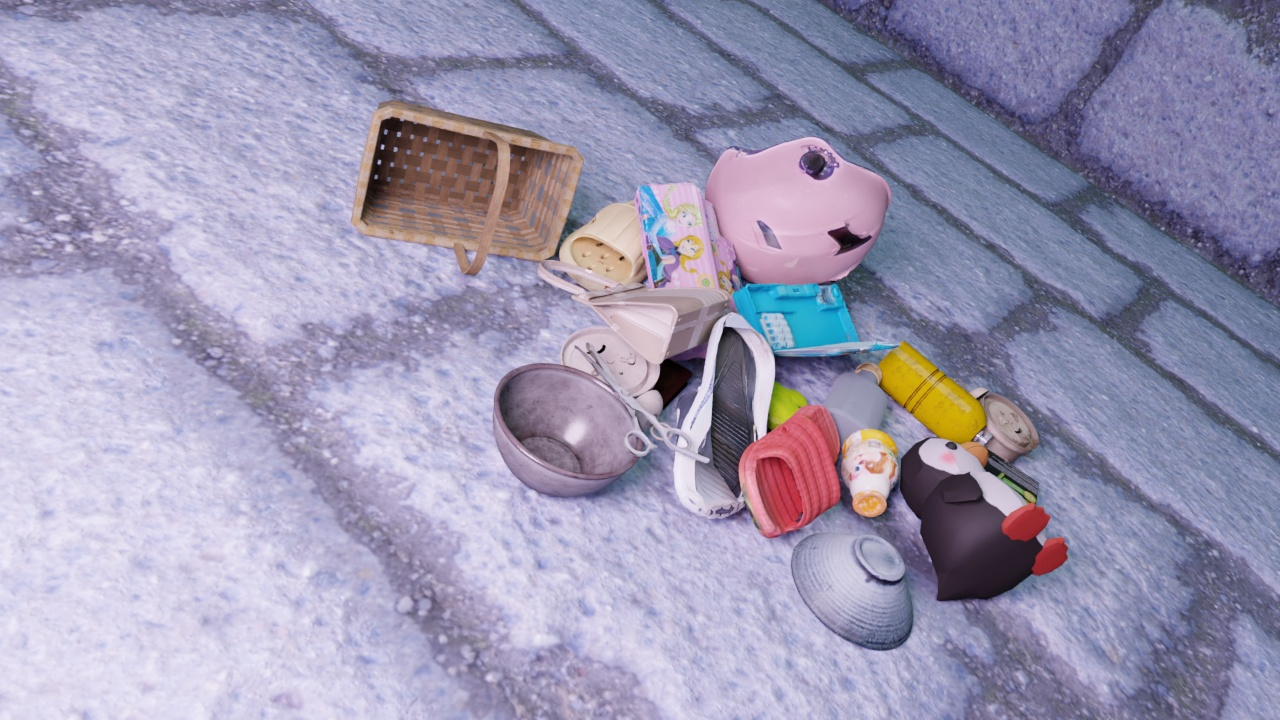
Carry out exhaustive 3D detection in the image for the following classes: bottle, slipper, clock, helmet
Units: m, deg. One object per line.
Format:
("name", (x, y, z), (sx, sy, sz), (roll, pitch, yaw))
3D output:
("bottle", (0.389, 0.052, 1.205), (0.164, 0.071, 0.070), (44, 37, 21))
("slipper", (-0.018, -0.171, 1.206), (0.111, 0.079, 0.260), (30, 34, 8))
("bottle", (0.256, 0.126, 1.026), (0.063, 0.063, 0.108), (27, 36, -3))
("clock", (-0.023, 0.033, 0.953), (0.103, 0.061, 0.157), (-25, 57, -35))
("clock", (0.469, 0.082, 1.238), (0.092, 0.055, 0.141), (-15, 60, -45))
("slipper", (0.081, 0.061, 0.967), (0.111, 0.063, 0.263), (40, 46, -24))
("bottle", (0.270, 0.051, 1.145), (0.072, 0.046, 0.160), (33, 35, 7))
("helmet", (0.212, -0.185, 1.260), (0.255, 0.230, 0.152), (6, 63, 3))
("slipper", (0.175, 0.108, 0.960), (0.248, 0.059, 0.103), (-28, 101, -57))

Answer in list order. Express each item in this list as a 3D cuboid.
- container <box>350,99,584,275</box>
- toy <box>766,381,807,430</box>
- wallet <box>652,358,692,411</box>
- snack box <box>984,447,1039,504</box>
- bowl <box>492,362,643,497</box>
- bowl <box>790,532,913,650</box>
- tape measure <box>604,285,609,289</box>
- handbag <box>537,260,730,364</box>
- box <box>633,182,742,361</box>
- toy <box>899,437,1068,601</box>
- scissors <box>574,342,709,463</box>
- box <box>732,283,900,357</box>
("container", (-0.193, -0.196, 1.050), (0.249, 0.158, 0.186), (6, 29, -29))
("toy", (0.170, 0.058, 1.078), (0.094, 0.036, 0.093), (21, 30, -23))
("wallet", (-0.006, 0.006, 1.040), (0.115, 0.018, 0.091), (34, 35, 11))
("snack box", (0.441, 0.172, 1.126), (0.080, 0.025, 0.147), (35, 35, 9))
("bowl", (-0.076, 0.076, 0.856), (0.145, 0.067, 0.144), (18, 36, -14))
("bowl", (0.221, 0.209, 0.900), (0.137, 0.057, 0.136), (18, 36, -14))
("tape measure", (-0.017, -0.062, 1.101), (0.058, 0.038, 0.058), (14, 25, -32))
("handbag", (-0.023, -0.072, 1.004), (0.198, 0.062, 0.175), (24, 17, 18))
("box", (0.079, -0.109, 1.138), (0.160, 0.063, 0.230), (3, 66, -31))
("toy", (0.345, 0.164, 1.010), (0.159, 0.140, 0.184), (46, 11, -35))
("scissors", (-0.001, 0.041, 0.879), (0.117, 0.014, 0.161), (8, 43, -25))
("box", (0.231, -0.034, 1.179), (0.226, 0.085, 0.170), (-6, 39, -49))
